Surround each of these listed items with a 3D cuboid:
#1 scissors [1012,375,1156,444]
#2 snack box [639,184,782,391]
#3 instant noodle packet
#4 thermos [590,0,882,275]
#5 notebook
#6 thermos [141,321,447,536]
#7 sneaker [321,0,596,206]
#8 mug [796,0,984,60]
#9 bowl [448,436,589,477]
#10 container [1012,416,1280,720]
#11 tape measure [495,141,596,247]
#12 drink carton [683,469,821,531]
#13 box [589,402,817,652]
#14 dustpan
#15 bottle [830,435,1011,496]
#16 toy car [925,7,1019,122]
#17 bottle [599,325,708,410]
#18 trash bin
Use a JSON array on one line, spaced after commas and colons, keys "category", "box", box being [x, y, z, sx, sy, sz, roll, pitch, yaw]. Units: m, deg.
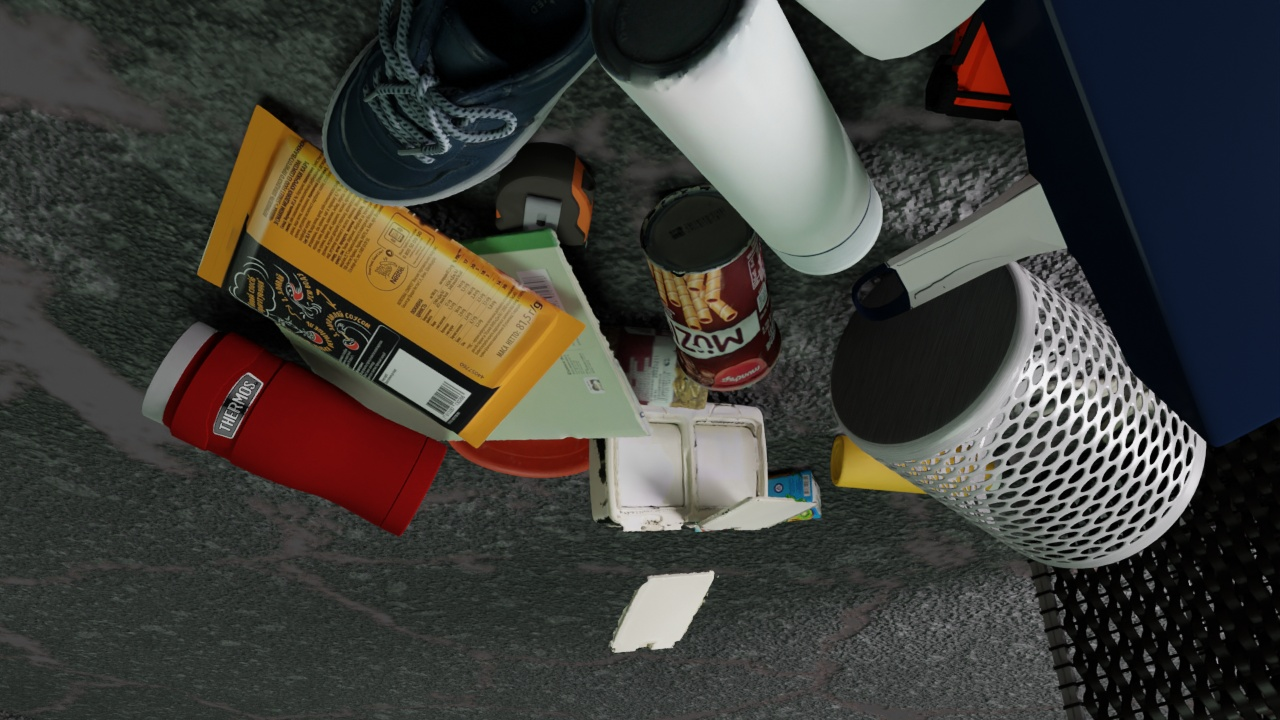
[{"category": "scissors", "box": [0.362, 0.022, 0.686, 0.158, 0.012, 0.171, -8, 144, 16]}, {"category": "snack box", "box": [0.046, -0.042, 0.573, 0.072, 0.072, 0.121, -5, 145, 13]}, {"category": "instant noodle packet", "box": [-0.163, -0.039, 0.579, 0.220, 0.032, 0.160, 34, 134, -13]}, {"category": "thermos", "box": [0.058, -0.103, 0.424, 0.068, 0.067, 0.230, -13, 162, 23]}, {"category": "notebook", "box": [-0.136, -0.006, 0.636, 0.253, 0.010, 0.182, -3, 134, 25]}, {"category": "thermos", "box": [-0.252, 0.052, 0.684, 0.198, 0.084, 0.108, 29, 172, -12]}, {"category": "sneaker", "box": [-0.084, -0.132, 0.423, 0.236, 0.087, 0.089, -31, 108, 38]}, {"category": "mug", "box": [0.094, -0.191, 0.345, 0.090, 0.091, 0.121, 25, 108, -28]}, {"category": "bowl", "box": [-0.089, 0.046, 0.740, 0.130, 0.045, 0.131, 3, 146, 2]}, {"category": "container", "box": [0.494, 0.188, 0.715, 0.247, 0.245, 0.244, 23, 138, -26]}, {"category": "tape measure", "box": [-0.055, -0.094, 0.537, 0.058, 0.038, 0.059, 10, 146, -9]}, {"category": "drink carton", "box": [0.101, 0.132, 0.852, 0.129, 0.038, 0.044, -11, 143, 20]}, {"category": "box", "box": [0.050, 0.115, 0.666, 0.143, 0.187, 0.105, 3, 168, -27]}, {"category": "dustpan", "box": [0.223, -0.079, 0.392, 0.273, 0.080, 0.236, -31, 118, 11]}, {"category": "bottle", "box": [0.236, 0.090, 0.772, 0.143, 0.043, 0.043, 5, 146, -1]}, {"category": "toy car", "box": [0.168, -0.154, 0.414, 0.051, 0.048, 0.100, 6, 146, -2]}, {"category": "bottle", "box": [-0.004, 0.004, 0.659, 0.105, 0.056, 0.056, 5, 146, 1]}, {"category": "trash bin", "box": [0.234, 0.028, 0.587, 0.183, 0.156, 0.157, 29, 139, -28]}]
